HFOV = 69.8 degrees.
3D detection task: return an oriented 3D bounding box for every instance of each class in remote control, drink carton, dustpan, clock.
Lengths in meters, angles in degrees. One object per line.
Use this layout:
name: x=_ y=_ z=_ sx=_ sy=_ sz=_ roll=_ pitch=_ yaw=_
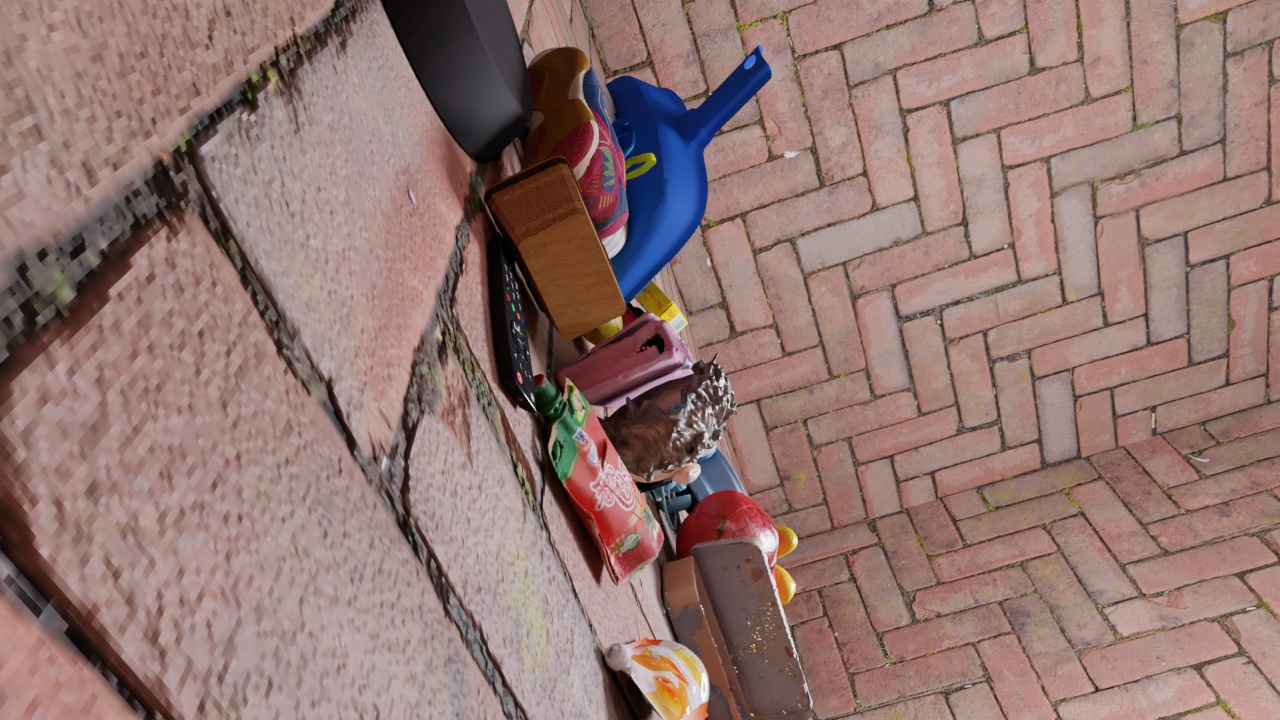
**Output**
remote control: x=-0.080 y=-0.026 z=0.559 sx=0.039 sy=0.010 sz=0.124 roll=64 pitch=10 yaw=-52
drink carton: x=0.014 y=0.209 z=0.592 sx=0.069 sy=0.039 sz=0.122 roll=49 pitch=0 yaw=17
dustpan: x=0.019 y=-0.210 z=0.883 sx=0.059 sy=0.258 sz=0.245 roll=10 pitch=54 yaw=-38
clock: x=0.072 y=0.140 z=1.090 sx=0.162 sy=0.060 sz=0.118 roll=63 pitch=-11 yaw=1
clock: x=0.024 y=0.122 z=0.961 sx=0.087 sy=0.042 sz=0.123 roll=66 pitch=15 yaw=-47

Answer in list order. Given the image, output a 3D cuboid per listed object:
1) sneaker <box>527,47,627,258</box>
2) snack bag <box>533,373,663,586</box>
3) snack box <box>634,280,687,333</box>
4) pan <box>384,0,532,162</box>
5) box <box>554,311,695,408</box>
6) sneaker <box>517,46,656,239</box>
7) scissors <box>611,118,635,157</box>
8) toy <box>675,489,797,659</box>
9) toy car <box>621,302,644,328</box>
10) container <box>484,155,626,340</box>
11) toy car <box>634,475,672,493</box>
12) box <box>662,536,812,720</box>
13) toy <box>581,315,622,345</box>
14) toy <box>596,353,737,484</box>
sneaker: x=-0.069 y=-0.208 z=0.863 sx=0.079 sy=0.087 sz=0.235 roll=34 pitch=38 yaw=-62
snack bag: x=-0.035 y=0.072 z=0.599 sx=0.087 sy=0.044 sz=0.155 roll=-78 pitch=146 yaw=-55
snack box: x=-0.013 y=-0.092 z=0.969 sx=0.152 sy=0.025 sz=0.075 roll=48 pitch=2 yaw=21
pan: x=-0.134 y=-0.292 z=0.672 sx=0.355 sy=0.043 sz=0.249 roll=-100 pitch=170 yaw=-50
box: x=-0.006 y=0.004 z=0.766 sx=0.232 sy=0.098 sz=0.046 roll=21 pitch=45 yaw=-80
sneaker: x=-0.062 y=-0.173 z=0.746 sx=0.091 sy=0.116 sz=0.241 roll=45 pitch=17 yaw=-35
scissors: x=-0.043 y=-0.149 z=0.773 sx=0.015 sy=0.104 sz=0.133 roll=31 pitch=53 yaw=-53
toy: x=0.099 y=0.225 z=0.985 sx=0.147 sy=0.099 sz=0.216 roll=-54 pitch=144 yaw=-26
toy car: x=0.014 y=0.016 z=1.000 sx=0.081 sy=0.056 sz=0.189 roll=52 pitch=-9 yaw=49
container: x=-0.053 y=-0.070 z=0.624 sx=0.061 sy=0.063 sz=0.114 roll=61 pitch=-4 yaw=48
toy car: x=0.013 y=0.101 z=0.871 sx=0.091 sy=0.042 sz=0.036 roll=-93 pitch=161 yaw=-68
box: x=0.086 y=0.285 z=0.871 sx=0.107 sy=0.095 sz=0.216 roll=-45 pitch=121 yaw=-55
toy: x=-0.045 y=-0.055 z=0.808 sx=0.094 sy=0.041 sz=0.095 roll=-104 pitch=171 yaw=-61
toy: x=0.020 y=0.067 z=0.752 sx=0.076 sy=0.132 sz=0.176 roll=60 pitch=-13 yaw=15
